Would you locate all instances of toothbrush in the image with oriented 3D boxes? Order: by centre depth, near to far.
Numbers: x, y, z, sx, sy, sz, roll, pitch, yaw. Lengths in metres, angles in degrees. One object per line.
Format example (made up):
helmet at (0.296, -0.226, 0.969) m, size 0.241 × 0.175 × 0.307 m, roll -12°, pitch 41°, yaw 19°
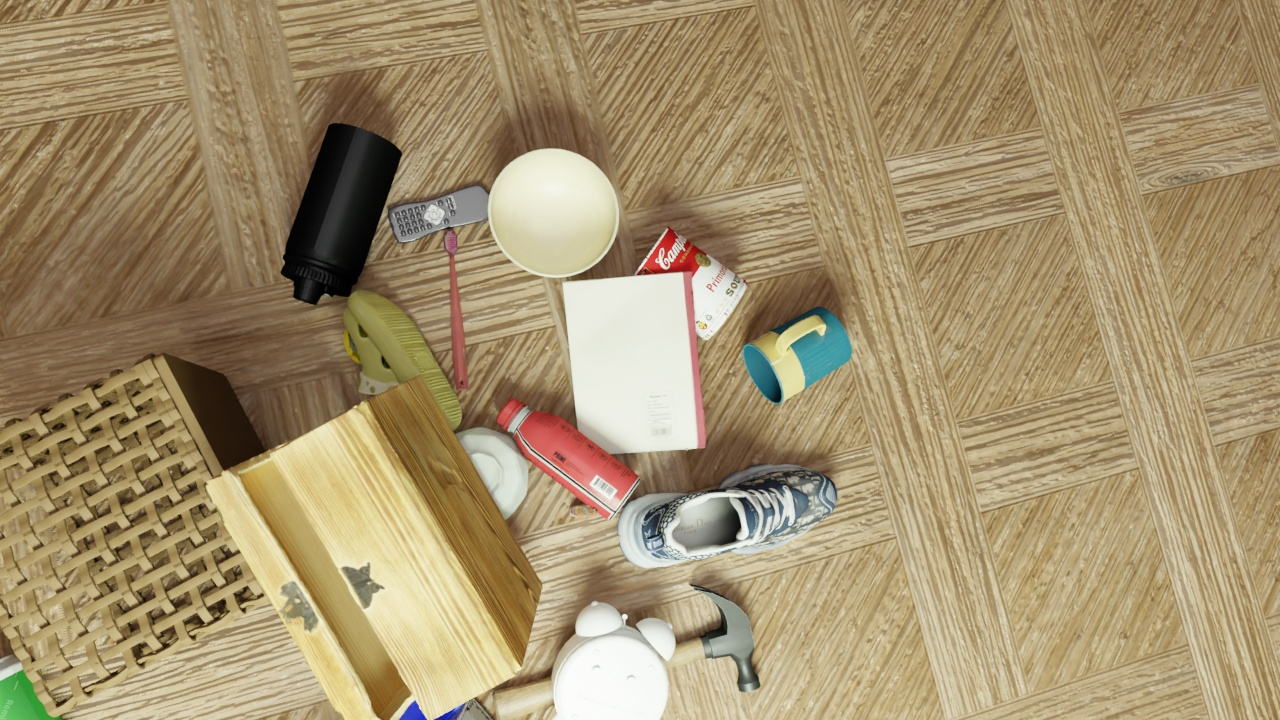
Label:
toothbrush at (-0.218, -0.060, 1.082) m, size 0.016 × 0.016 × 0.189 m, roll -4°, pitch 84°, yaw -11°
toothbrush at (0.008, 0.176, 1.095) m, size 0.184 × 0.016 × 0.015 m, roll -1°, pitch 86°, yaw -11°

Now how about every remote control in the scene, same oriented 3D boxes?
remote control at (-0.237, -0.176, 1.096) m, size 0.124 × 0.009 × 0.046 m, roll -18°, pitch 87°, yaw -11°

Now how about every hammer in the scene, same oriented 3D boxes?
hammer at (-0.019, 0.353, 1.062) m, size 0.305 × 0.040 × 0.132 m, roll -13°, pitch 89°, yaw -10°

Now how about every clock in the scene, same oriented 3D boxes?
clock at (-0.032, 0.355, 1.005) m, size 0.125 × 0.073 × 0.161 m, roll 19°, pitch 87°, yaw -9°

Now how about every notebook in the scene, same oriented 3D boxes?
notebook at (-0.006, 0.006, 1.067) m, size 0.153 × 0.012 × 0.209 m, roll -4°, pitch 100°, yaw 5°

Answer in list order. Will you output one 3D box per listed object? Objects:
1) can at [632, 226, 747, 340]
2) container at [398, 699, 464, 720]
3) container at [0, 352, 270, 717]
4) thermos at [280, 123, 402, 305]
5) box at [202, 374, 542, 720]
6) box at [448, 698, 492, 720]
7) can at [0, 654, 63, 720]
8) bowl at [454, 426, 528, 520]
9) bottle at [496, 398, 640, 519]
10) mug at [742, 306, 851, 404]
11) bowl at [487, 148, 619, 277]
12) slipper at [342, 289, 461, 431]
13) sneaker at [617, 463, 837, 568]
can at (0.056, -0.092, 1.095) m, size 0.116 × 0.087 × 0.086 m, roll 35°, pitch 79°, yaw -4°
container at (-0.253, 0.363, 1.009) m, size 0.114 × 0.058 × 0.096 m, roll -37°, pitch 91°, yaw -11°
container at (-0.487, 0.159, 0.910) m, size 0.214 × 0.220 × 0.251 m, roll -28°, pitch 89°, yaw -11°
thermos at (-0.343, -0.157, 1.037) m, size 0.086 × 0.086 × 0.198 m, roll 17°, pitch 81°, yaw -7°
box at (-0.235, 0.174, 0.900) m, size 0.168 × 0.245 × 0.279 m, roll -30°, pitch 95°, yaw 5°
box at (-0.212, 0.508, 0.822) m, size 0.119 × 0.477 × 0.166 m, roll -40°, pitch 91°, yaw 26°
can at (-0.639, 0.378, 0.929) m, size 0.087 × 0.088 × 0.140 m, roll -29°, pitch 89°, yaw -11°
bowl at (-0.184, 0.133, 1.045) m, size 0.117 × 0.061 × 0.117 m, roll 1°, pitch 83°, yaw -8°
bottle at (-0.087, 0.108, 1.058) m, size 0.176 × 0.062 × 0.062 m, roll 36°, pitch 79°, yaw 3°
mug at (0.190, -0.014, 1.096) m, size 0.107 × 0.114 × 0.083 m, roll -27°, pitch 66°, yaw -13°
bowl at (-0.104, -0.165, 1.083) m, size 0.150 × 0.075 × 0.150 m, roll 1°, pitch 83°, yaw -9°
slipper at (-0.278, 0.011, 1.040) m, size 0.082 × 0.091 × 0.190 m, roll -34°, pitch 91°, yaw 13°
sneaker at (0.116, 0.179, 1.047) m, size 0.269 × 0.132 × 0.103 m, roll -9°, pitch 85°, yaw -16°
